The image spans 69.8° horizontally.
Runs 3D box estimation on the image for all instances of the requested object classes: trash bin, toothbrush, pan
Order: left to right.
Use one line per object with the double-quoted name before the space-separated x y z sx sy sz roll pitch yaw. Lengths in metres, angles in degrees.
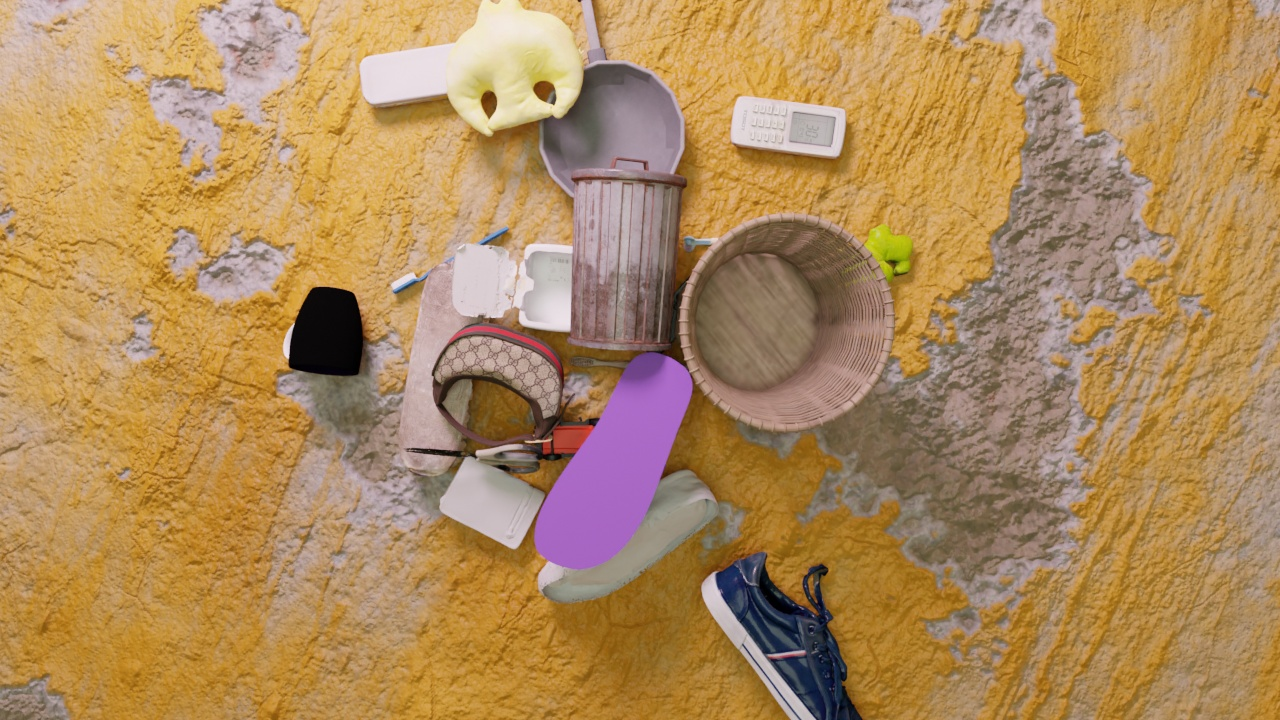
"toothbrush" -0.240 -0.129 1.153 0.166 0.016 0.014 -29 88 3
"pan" -0.051 -0.360 1.120 0.178 0.041 0.357 -11 92 3
"trash bin" -0.018 -0.122 1.044 0.131 0.130 0.211 4 96 2
"toothbrush" -0.007 0.007 1.149 0.167 0.016 0.016 4 91 2
"toothbrush" 0.131 -0.146 1.135 0.155 0.016 0.022 -1 125 3

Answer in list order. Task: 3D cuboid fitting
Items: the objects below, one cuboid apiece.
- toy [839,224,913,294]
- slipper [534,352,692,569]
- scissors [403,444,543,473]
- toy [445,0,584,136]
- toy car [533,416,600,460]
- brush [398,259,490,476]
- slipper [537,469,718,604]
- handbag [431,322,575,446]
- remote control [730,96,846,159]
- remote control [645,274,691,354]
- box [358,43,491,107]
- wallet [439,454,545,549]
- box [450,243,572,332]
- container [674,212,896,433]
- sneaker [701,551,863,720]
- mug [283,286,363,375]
"toy" 0.284 -0.121 1.121 0.094 0.036 0.093 23 88 -5
"slipper" -0.023 0.117 1.071 0.107 0.084 0.266 27 91 4
"scissors" -0.199 0.121 1.117 0.170 0.132 0.012 -9 60 16
"toy" -0.150 -0.351 1.081 0.170 0.064 0.155 -11 93 8
"toy car" -0.082 0.096 1.140 0.100 0.049 0.051 -1 93 3
"brush" -0.242 0.011 1.139 0.083 0.056 0.271 10 94 0
"slipper" -0.022 0.218 1.132 0.247 0.074 0.112 -35 122 6
"handbag" -0.165 0.035 1.093 0.166 0.063 0.138 19 106 -5
"remote control" 0.181 -0.284 1.121 0.138 0.025 0.060 8 93 2
"remote control" 0.056 -0.070 1.141 0.041 0.020 0.152 43 93 1
"box" -0.242 -0.356 1.136 0.209 0.033 0.064 -7 91 2
"wallet" -0.186 0.177 1.156 0.116 0.032 0.086 32 90 -8
"box" -0.137 -0.091 1.121 0.190 0.083 0.110 4 91 -14
"container" 0.143 -0.044 1.038 0.227 0.196 0.227 0 93 -5
"sneaker" 0.211 0.352 1.113 0.127 0.120 0.294 -38 88 16
"mug" -0.399 -0.036 1.140 0.119 0.084 0.100 -2 79 32
